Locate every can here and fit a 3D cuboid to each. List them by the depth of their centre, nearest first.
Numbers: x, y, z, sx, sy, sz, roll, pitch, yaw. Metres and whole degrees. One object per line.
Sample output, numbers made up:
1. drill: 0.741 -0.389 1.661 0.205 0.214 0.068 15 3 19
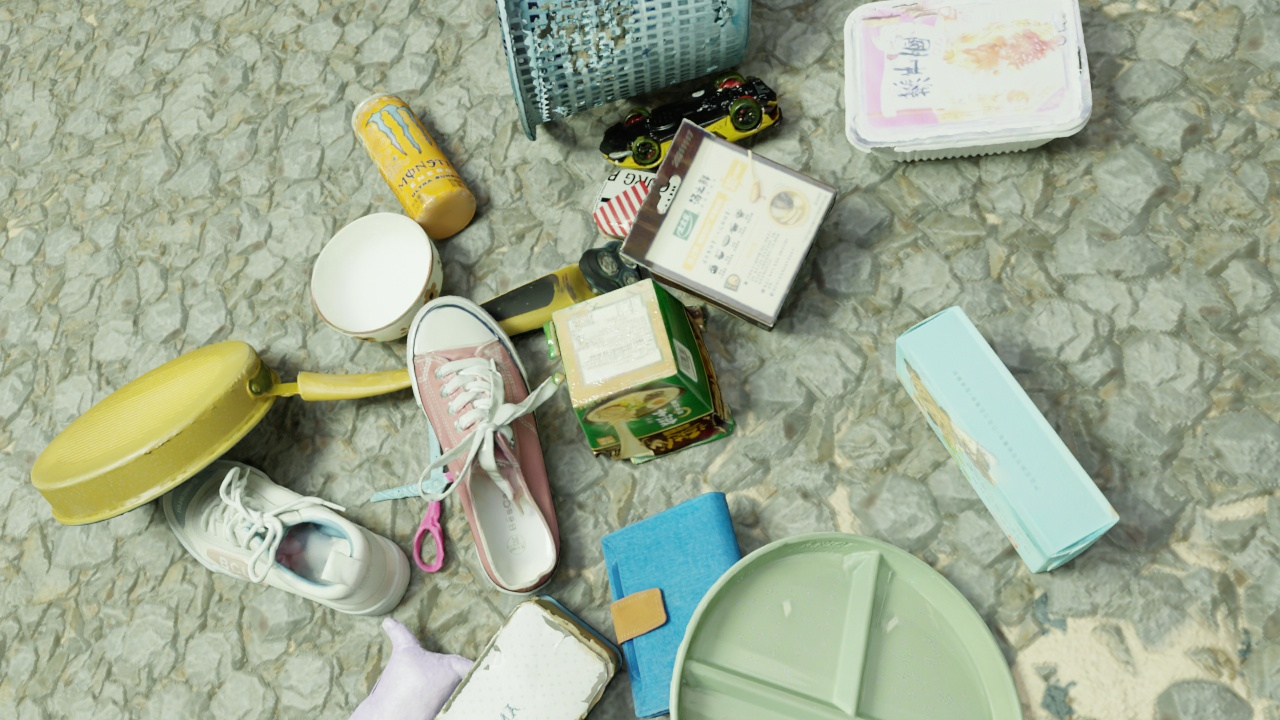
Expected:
1. can: -0.207 -0.178 0.834 0.058 0.058 0.146 -37 65 0

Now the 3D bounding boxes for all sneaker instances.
1. sneaker: -0.114 0.054 0.682 0.118 0.088 0.241 -15 75 -15
2. sneaker: -0.303 0.136 0.727 0.242 0.091 0.089 16 74 21

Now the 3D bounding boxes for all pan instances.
1. pan: -0.314 0.037 0.753 0.357 0.078 0.197 -23 28 4

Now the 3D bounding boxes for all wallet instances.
1. wallet: 0.029 0.169 0.636 0.107 0.040 0.133 -28 60 26

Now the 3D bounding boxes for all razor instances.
1. razor: -0.080 -0.049 0.751 0.168 0.067 0.062 -18 66 16

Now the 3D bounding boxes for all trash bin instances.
1. trash bin: -0.016 -0.309 0.759 0.195 0.227 0.226 -8 68 0

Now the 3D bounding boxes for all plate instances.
1. plate: 0.126 0.219 0.560 0.230 0.028 0.229 5 65 -11

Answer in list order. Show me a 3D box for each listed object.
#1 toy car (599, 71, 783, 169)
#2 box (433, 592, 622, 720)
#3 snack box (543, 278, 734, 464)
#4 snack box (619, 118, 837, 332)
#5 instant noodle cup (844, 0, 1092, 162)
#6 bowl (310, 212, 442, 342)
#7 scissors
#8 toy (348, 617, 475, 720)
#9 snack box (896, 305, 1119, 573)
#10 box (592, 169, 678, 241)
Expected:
1. toy car: 0.041 -0.198 0.775 0.156 0.041 0.071 -18 39 5
2. box: -0.088 0.247 0.634 0.090 0.062 0.184 36 81 11
3. snack box: -0.004 0.004 0.683 0.117 0.105 0.118 -19 67 8
4. snack box: 0.066 -0.099 0.685 0.126 0.053 0.113 26 88 8
5. instant noodle cup: 0.250 -0.215 0.718 0.174 0.060 0.137 -3 70 16
6. bowl: -0.219 -0.064 0.793 0.113 0.062 0.113 -5 68 13
7. scissors: -0.161 0.104 0.741 0.133 0.017 0.133 -14 67 15
8. toy: -0.178 0.253 0.674 0.084 0.039 0.108 27 86 11
9. snack box: 0.237 0.053 0.613 0.051 0.074 0.174 -30 65 3
10. box: 0.038 -0.114 0.741 0.164 0.060 0.072 13 98 15
